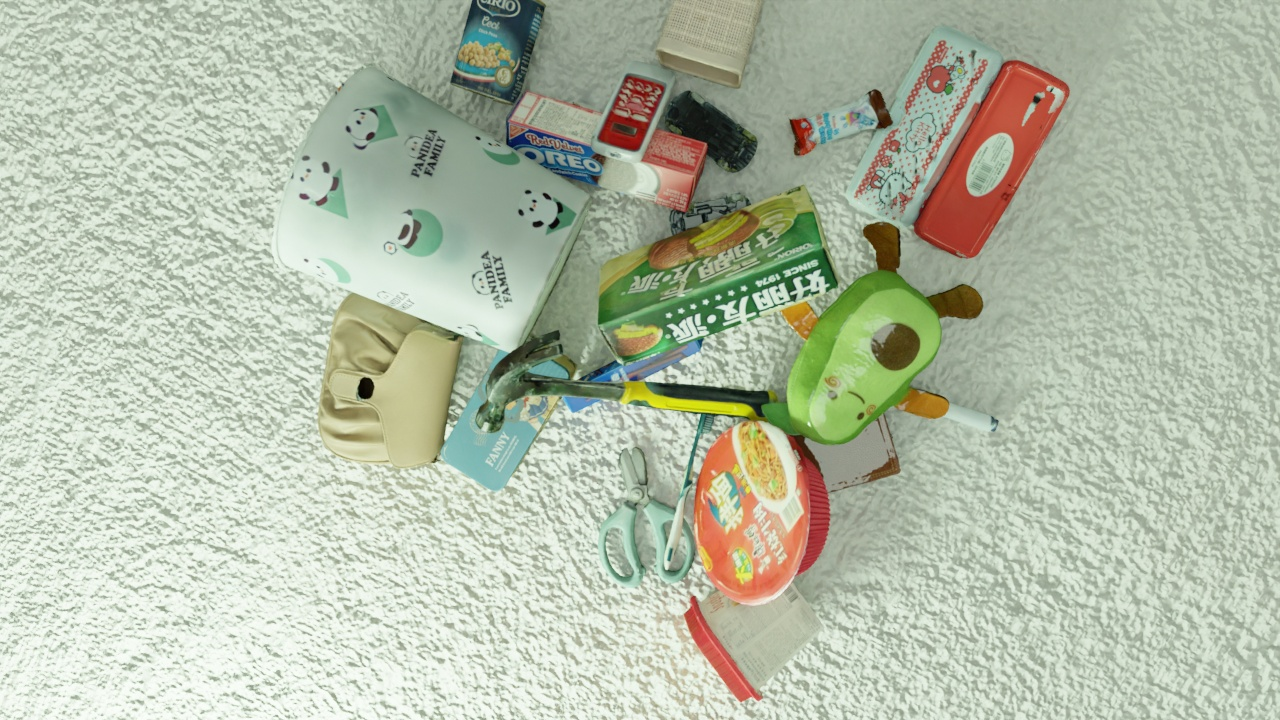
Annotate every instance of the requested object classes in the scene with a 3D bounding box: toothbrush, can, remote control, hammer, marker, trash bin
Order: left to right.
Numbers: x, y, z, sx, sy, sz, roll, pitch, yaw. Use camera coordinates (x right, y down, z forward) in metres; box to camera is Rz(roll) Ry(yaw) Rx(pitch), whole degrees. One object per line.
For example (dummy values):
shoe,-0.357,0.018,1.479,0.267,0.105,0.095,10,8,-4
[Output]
trash bin,-0.200,-0.139,0.937,0.252,0.229,0.230,26,101,-4
can,-0.151,-0.331,0.966,0.075,0.075,0.111,19,102,3
remote control,-0.006,-0.259,0.947,0.056,0.020,0.135,17,58,6
hammer,0.001,0.034,0.950,0.322,0.031,0.126,6,135,-25
toothbrush,0.055,0.146,1.043,0.018,0.016,0.191,13,93,-8
marker,0.327,0.049,1.004,0.131,0.018,0.022,18,92,4

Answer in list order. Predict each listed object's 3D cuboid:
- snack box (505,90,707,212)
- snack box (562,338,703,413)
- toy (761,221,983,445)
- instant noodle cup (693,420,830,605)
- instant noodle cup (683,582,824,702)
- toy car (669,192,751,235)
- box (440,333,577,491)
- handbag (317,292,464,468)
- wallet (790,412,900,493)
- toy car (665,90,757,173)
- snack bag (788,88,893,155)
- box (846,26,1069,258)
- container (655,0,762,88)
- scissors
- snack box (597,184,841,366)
snack box,-0.037,-0.221,0.967,0.207,0.058,0.057,18,145,5
snack box,-0.006,0.006,1.001,0.157,0.084,0.026,-27,96,10
toy,0.238,-0.012,0.956,0.227,0.090,0.246,35,90,-8
instant noodle cup,0.137,0.162,0.982,0.065,0.194,0.194,8,103,-31
instant noodle cup,0.129,0.296,1.027,0.124,0.116,0.116,-36,94,0
toy car,0.077,-0.153,0.990,0.091,0.034,0.043,-11,95,10
box,-0.151,0.062,1.041,0.090,0.059,0.184,30,100,2
handbag,-0.283,0.023,1.028,0.148,0.099,0.205,15,104,8
wallet,0.217,0.091,1.019,0.125,0.032,0.101,-17,94,9
toy car,0.074,-0.243,0.977,0.105,0.031,0.049,36,98,-2
snack bag,0.207,-0.248,0.962,0.105,0.026,0.045,-17,74,10
box,0.325,-0.223,0.948,0.158,0.037,0.201,27,103,2
container,0.076,-0.349,0.931,0.090,0.089,0.111,18,98,3
scissors,0.014,0.179,1.063,0.139,0.019,0.180,2,98,7
snack box,0.074,-0.086,0.940,0.240,0.114,0.063,-19,128,16
